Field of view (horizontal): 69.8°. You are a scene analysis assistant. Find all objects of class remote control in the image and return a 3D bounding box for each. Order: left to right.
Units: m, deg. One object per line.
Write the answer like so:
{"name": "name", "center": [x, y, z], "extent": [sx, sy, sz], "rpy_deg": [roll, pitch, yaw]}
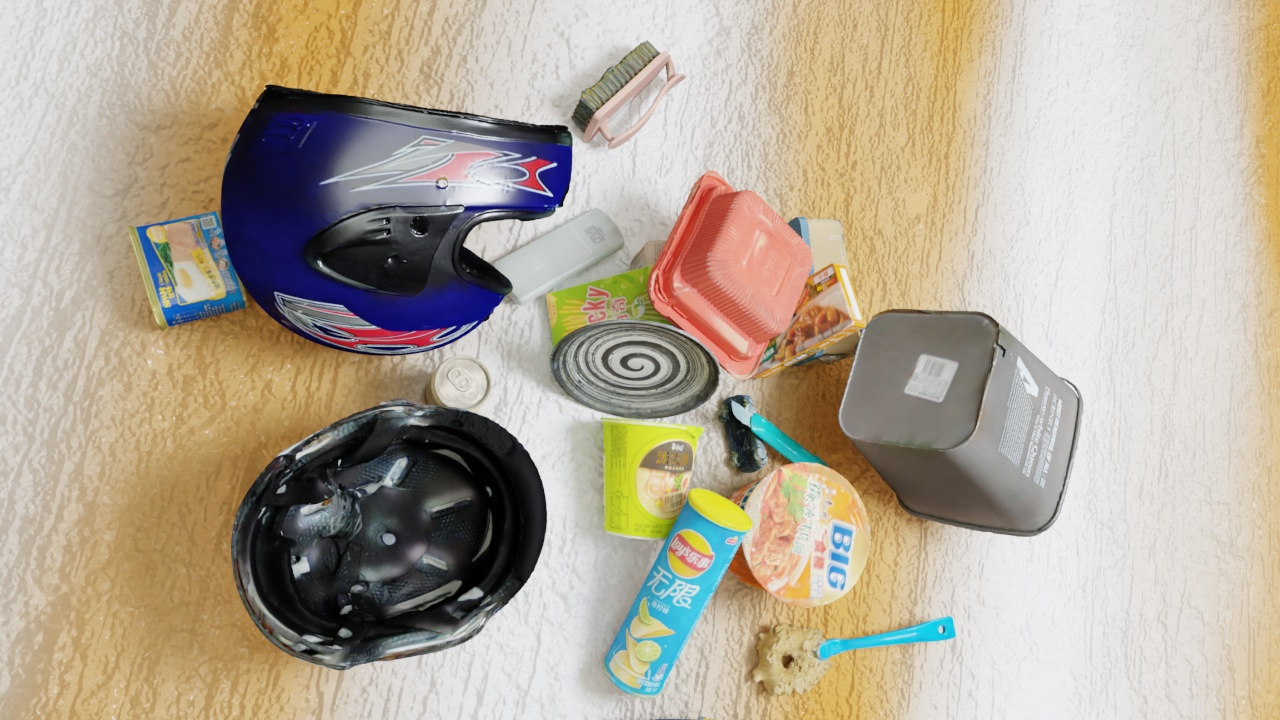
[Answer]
{"name": "remote control", "center": [-0.090, -0.117, 1.027], "extent": [0.149, 0.021, 0.058], "rpy_deg": [-31, 72, -21]}

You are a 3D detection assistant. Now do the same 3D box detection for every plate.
{"name": "plate", "center": [-0.006, 0.006, 0.963], "extent": [0.179, 0.180, 0.024], "rpy_deg": [16, 53, -15]}

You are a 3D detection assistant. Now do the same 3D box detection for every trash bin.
{"name": "trash bin", "center": [0.344, 0.060, 1.002], "extent": [0.219, 0.199, 0.198], "rpy_deg": [35, 68, -44]}

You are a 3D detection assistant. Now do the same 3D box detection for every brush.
{"name": "brush", "center": [-0.011, -0.311, 1.073], "extent": [0.073, 0.063, 0.145], "rpy_deg": [44, 69, -2]}
{"name": "brush", "center": [0.245, 0.324, 1.042], "extent": [0.254, 0.046, 0.083], "rpy_deg": [-6, 78, -13]}

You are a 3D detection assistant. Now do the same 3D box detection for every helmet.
{"name": "helmet", "center": [-0.240, 0.162, 0.862], "extent": [0.273, 0.157, 0.230], "rpy_deg": [-19, 89, -30]}
{"name": "helmet", "center": [-0.228, -0.125, 0.876], "extent": [0.315, 0.247, 0.241], "rpy_deg": [2, 107, -21]}

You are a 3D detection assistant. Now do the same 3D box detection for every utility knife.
{"name": "utility knife", "center": [0.164, 0.095, 1.053], "extent": [0.182, 0.013, 0.029], "rpy_deg": [36, 54, -29]}

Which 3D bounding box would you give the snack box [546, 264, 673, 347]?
{"name": "snack box", "center": [-0.025, -0.047, 0.985], "extent": [0.157, 0.026, 0.085], "rpy_deg": [-12, 81, 25]}

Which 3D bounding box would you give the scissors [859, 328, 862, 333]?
{"name": "scissors", "center": [0.255, -0.051, 1.075], "extent": [0.017, 0.137, 0.074], "rpy_deg": [-11, 111, 7]}

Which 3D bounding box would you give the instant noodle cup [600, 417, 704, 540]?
{"name": "instant noodle cup", "center": [0.007, 0.127, 0.980], "extent": [0.111, 0.112, 0.123], "rpy_deg": [7, 86, -17]}

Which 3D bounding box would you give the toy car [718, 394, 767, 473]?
{"name": "toy car", "center": [0.121, 0.084, 1.054], "extent": [0.034, 0.043, 0.090], "rpy_deg": [0, 72, -52]}

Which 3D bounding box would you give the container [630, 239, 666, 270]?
{"name": "container", "center": [0.051, -0.086, 1.038], "extent": [0.111, 0.090, 0.090], "rpy_deg": [1, 80, -15]}

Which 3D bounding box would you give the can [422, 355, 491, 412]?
{"name": "can", "center": [-0.185, 0.032, 0.923], "extent": [0.058, 0.116, 0.058], "rpy_deg": [3, 79, -17]}

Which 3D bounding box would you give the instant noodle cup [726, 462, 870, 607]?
{"name": "instant noodle cup", "center": [0.157, 0.190, 1.007], "extent": [0.151, 0.112, 0.151], "rpy_deg": [3, 79, -17]}

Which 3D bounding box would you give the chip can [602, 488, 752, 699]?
{"name": "chip can", "center": [0.035, 0.237, 0.934], "extent": [0.071, 0.071, 0.210], "rpy_deg": [24, 102, -13]}

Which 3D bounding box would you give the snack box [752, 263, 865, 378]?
{"name": "snack box", "center": [0.177, -0.042, 1.032], "extent": [0.026, 0.154, 0.075], "rpy_deg": [3, 65, -41]}

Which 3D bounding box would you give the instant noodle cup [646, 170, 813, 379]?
{"name": "instant noodle cup", "center": [0.104, -0.094, 0.953], "extent": [0.164, 0.079, 0.188], "rpy_deg": [38, 61, -25]}

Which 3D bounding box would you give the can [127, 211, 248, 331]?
{"name": "can", "center": [-0.440, -0.089, 0.896], "extent": [0.083, 0.057, 0.102], "rpy_deg": [-17, 86, -23]}

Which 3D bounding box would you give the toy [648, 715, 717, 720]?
{"name": "toy", "center": [-0.001, 0.439, 0.931], "extent": [0.355, 0.091, 0.138], "rpy_deg": [-20, 114, -19]}

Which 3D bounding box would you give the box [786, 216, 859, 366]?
{"name": "box", "center": [0.205, -0.086, 1.088], "extent": [0.061, 0.090, 0.184], "rpy_deg": [-5, 79, -18]}
